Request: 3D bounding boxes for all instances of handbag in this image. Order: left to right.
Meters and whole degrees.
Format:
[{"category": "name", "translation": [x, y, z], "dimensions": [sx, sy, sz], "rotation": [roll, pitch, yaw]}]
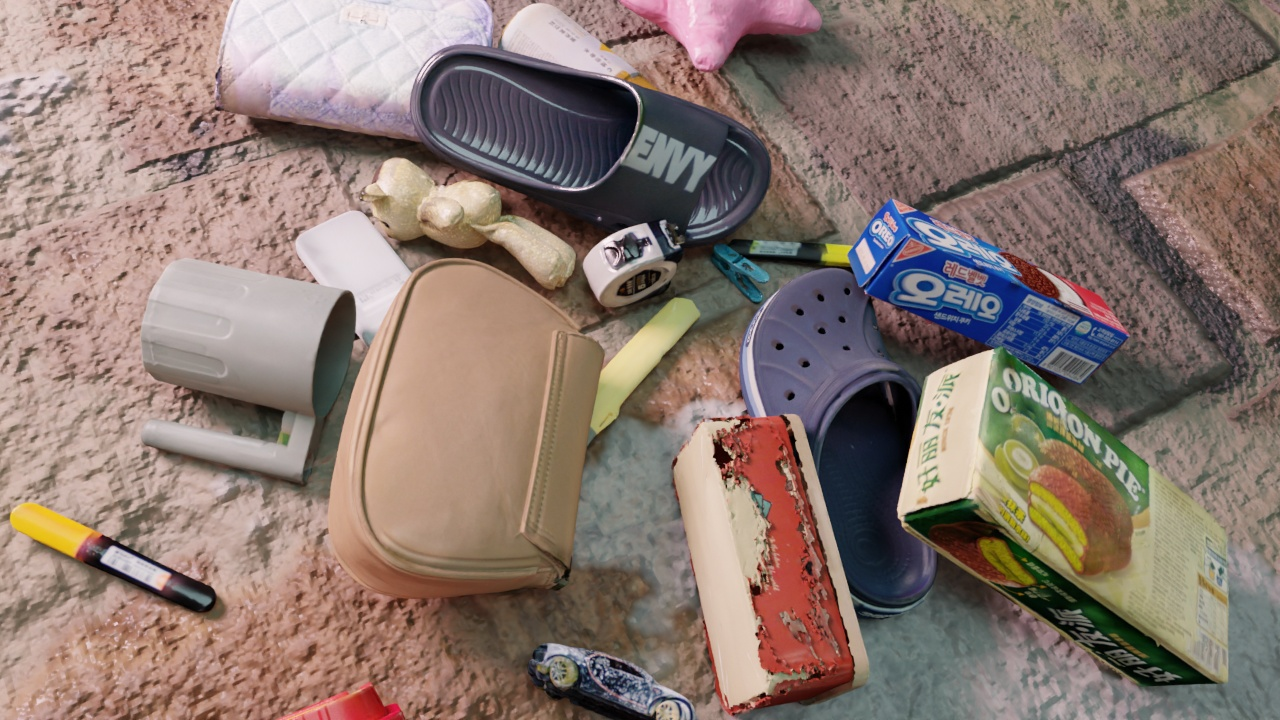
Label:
[{"category": "handbag", "translation": [-0.212, -0.234, 0.702], "dimensions": [0.194, 0.076, 0.134], "rotation": [5, 63, -9]}, {"category": "handbag", "translation": [-0.104, 0.046, 0.560], "dimensions": [0.147, 0.100, 0.204], "rotation": [20, 57, -19]}]

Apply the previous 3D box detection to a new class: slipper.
[{"category": "slipper", "translation": [-0.033, -0.149, 0.650], "dimensions": [0.268, 0.083, 0.111], "rotation": [15, 101, -10]}, {"category": "slipper", "translation": [0.137, 0.042, 0.617], "dimensions": [0.105, 0.095, 0.252], "rotation": [-1, 64, -16]}]

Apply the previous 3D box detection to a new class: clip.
[{"category": "clip", "translation": [0.076, -0.069, 0.706], "dimensions": [0.013, 0.038, 0.055], "rotation": [-34, 63, -27]}]

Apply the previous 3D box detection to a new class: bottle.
[{"category": "bottle", "translation": [-0.027, -0.206, 0.731], "dimensions": [0.189, 0.068, 0.067], "rotation": [40, 61, 7]}]

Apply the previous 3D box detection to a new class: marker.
[{"category": "marker", "translation": [-0.301, 0.114, 0.526], "dimensions": [0.124, 0.015, 0.018], "rotation": [25, 61, -1]}, {"category": "marker", "translation": [0.129, -0.085, 0.731], "dimensions": [0.124, 0.015, 0.018], "rotation": [3, 60, -7]}]

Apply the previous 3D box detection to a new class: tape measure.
[{"category": "tape measure", "translation": [-0.006, -0.068, 0.660], "dimensions": [0.066, 0.066, 0.033], "rotation": [-18, 69, -23]}]

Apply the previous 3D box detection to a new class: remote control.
[{"category": "remote control", "translation": [-0.182, -0.046, 0.636], "dimensions": [0.055, 0.020, 0.136], "rotation": [-33, 73, -26]}]

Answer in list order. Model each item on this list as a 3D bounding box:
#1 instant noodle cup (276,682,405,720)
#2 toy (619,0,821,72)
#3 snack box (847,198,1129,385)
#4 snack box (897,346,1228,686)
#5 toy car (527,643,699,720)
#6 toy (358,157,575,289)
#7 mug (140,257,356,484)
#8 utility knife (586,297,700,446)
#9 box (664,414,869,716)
[{"category": "instant noodle cup", "translation": [-0.158, 0.234, 0.441], "dimensions": [0.116, 0.117, 0.124], "rotation": [-17, 79, -21]}, {"category": "toy", "translation": [0.066, -0.338, 0.823], "dimensions": [0.194, 0.075, 0.178], "rotation": [-33, 70, -29]}, {"category": "snack box", "translation": [0.257, -0.048, 0.679], "dimensions": [0.207, 0.057, 0.058], "rotation": [20, 36, -17]}, {"category": "snack box", "translation": [0.275, 0.105, 0.583], "dimensions": [0.240, 0.063, 0.114], "rotation": [33, 57, -18]}, {"category": "toy car", "translation": [-0.014, 0.189, 0.527], "dimensions": [0.105, 0.049, 0.031], "rotation": [23, 61, 0]}, {"category": "toy", "translation": [-0.121, -0.096, 0.660], "dimensions": [0.157, 0.066, 0.105], "rotation": [24, 26, -3]}, {"category": "mug", "translation": [-0.244, 0.005, 0.568], "dimensions": [0.103, 0.084, 0.124], "rotation": [13, 84, -4]}, {"category": "utility knife", "translation": [-0.004, 0.004, 0.651], "dimensions": [0.031, 0.018, 0.151], "rotation": [39, 63, 6]}, {"category": "box", "translation": [0.066, 0.121, 0.557], "dimensions": [0.079, 0.092, 0.168], "rotation": [-3, 62, -18]}]
